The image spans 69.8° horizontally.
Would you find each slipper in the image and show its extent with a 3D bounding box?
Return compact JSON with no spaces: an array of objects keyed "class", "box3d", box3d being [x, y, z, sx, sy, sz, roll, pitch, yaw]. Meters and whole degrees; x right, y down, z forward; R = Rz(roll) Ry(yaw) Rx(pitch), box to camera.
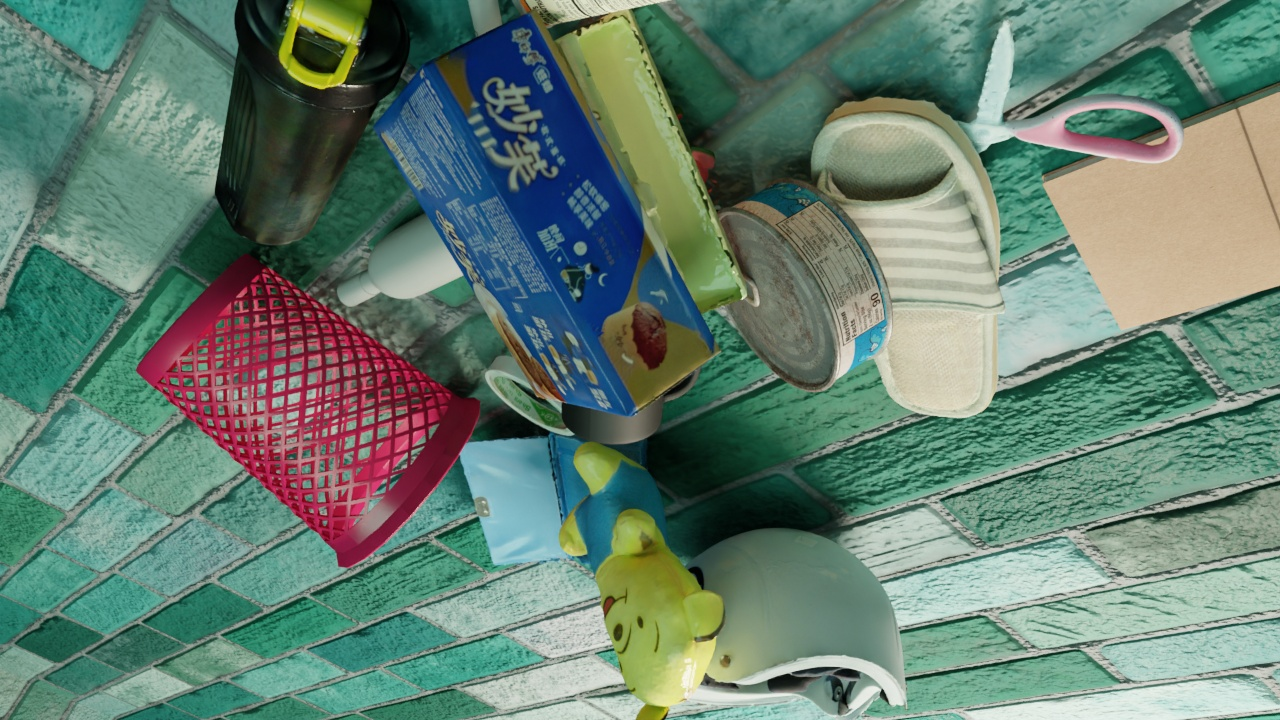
[{"class":"slipper","box3d":[0.178,-0.047,0.598,0.115,0.053,0.273,0,139,30]}]

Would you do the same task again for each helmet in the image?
[{"class":"helmet","box3d":[0.121,0.253,0.887,0.236,0.163,0.265,13,150,-16]}]

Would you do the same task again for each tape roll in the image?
[{"class":"tape roll","box3d":[-0.090,0.031,0.786,0.094,0.018,0.094,28,158,12]}]

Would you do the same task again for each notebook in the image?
[{"class":"notebook","box3d":[0.364,-0.095,0.526,0.210,0.008,0.141,-20,128,35]}]

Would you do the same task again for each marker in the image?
[{"class":"marker","box3d":[-0.091,-0.214,0.513,0.017,0.020,0.134,-11,149,-5]}]

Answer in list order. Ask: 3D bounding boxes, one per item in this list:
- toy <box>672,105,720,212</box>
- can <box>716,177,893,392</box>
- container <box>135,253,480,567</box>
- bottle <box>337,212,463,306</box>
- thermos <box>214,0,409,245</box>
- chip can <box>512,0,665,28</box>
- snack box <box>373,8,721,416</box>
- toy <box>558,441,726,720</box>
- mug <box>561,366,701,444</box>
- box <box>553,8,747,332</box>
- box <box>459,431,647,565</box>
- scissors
[{"class":"toy","box3d":[0.014,-0.111,0.598,0.084,0.046,0.103,-16,137,15]},{"class":"can","box3d":[0.097,-0.047,0.581,0.130,0.044,0.130,52,162,24]},{"class":"container","box3d":[-0.281,0.033,0.771,0.225,0.182,0.184,43,134,-18]},{"class":"bottle","box3d":[-0.157,-0.080,0.679,0.196,0.052,0.052,-19,129,34]},{"class":"thermos","box3d":[-0.216,-0.158,0.579,0.098,0.097,0.221,30,142,-17]},{"class":"chip can","box3d":[0.041,-0.217,0.438,0.215,0.075,0.075,-3,137,21]},{"class":"snack box","box3d":[-0.060,-0.074,0.532,0.203,0.069,0.155,60,159,-15]},{"class":"toy","box3d":[0.002,0.186,0.779,0.083,0.214,0.149,-11,141,-25]},{"class":"mug","box3d":[-0.004,0.004,0.702,0.113,0.078,0.088,-10,121,-24]},{"class":"box","box3d":[-0.006,-0.103,0.543,0.078,0.090,0.188,-12,115,35]},{"class":"box","box3d":[-0.076,0.139,0.913,0.177,0.047,0.232,3,139,3]},{"class":"scissors","box3d":[0.211,-0.119,0.532,0.171,0.013,0.173,12,145,15]}]
